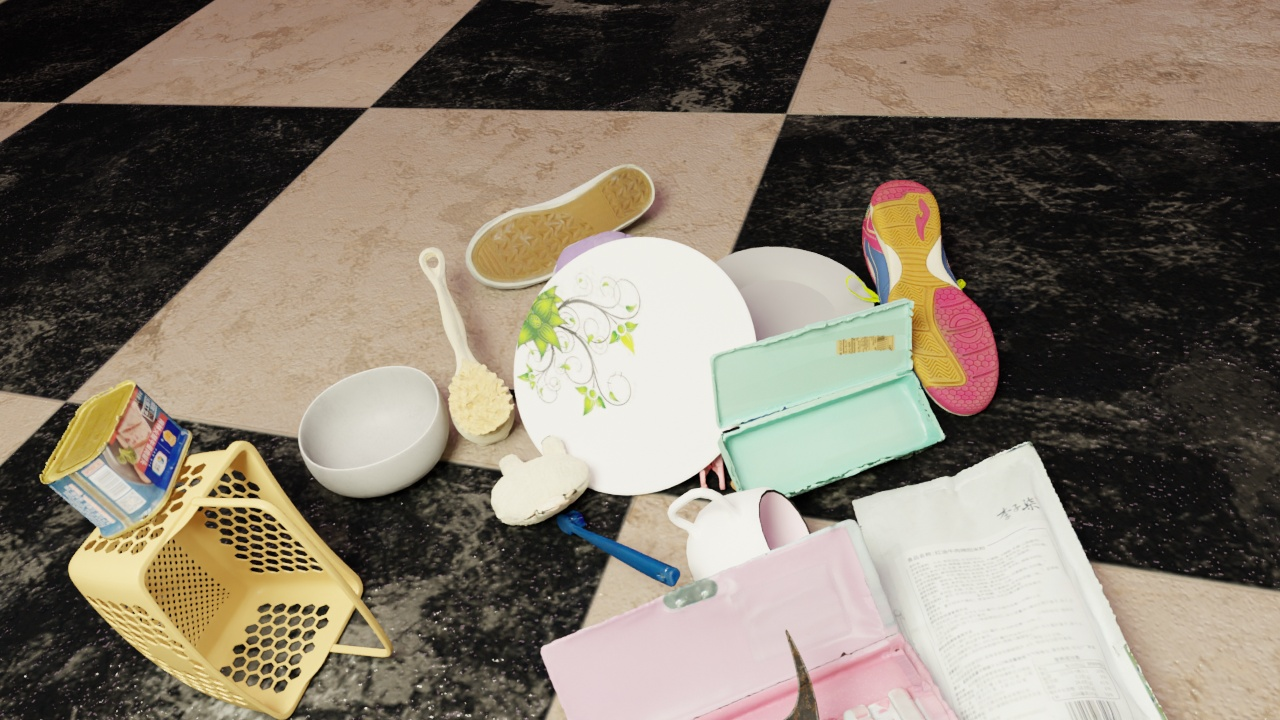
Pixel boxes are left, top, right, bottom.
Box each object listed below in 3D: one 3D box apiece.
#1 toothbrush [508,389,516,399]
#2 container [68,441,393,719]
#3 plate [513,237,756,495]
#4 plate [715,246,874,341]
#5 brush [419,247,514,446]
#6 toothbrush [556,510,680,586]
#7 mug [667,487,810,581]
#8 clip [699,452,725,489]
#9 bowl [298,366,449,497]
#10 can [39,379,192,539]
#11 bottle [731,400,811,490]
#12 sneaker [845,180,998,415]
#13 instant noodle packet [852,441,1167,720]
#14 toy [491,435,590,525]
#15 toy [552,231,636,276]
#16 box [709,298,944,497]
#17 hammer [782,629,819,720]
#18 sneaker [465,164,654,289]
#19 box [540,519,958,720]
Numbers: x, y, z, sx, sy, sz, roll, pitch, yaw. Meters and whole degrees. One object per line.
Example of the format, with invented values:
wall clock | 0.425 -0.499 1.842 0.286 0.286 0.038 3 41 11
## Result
toothbrush | -0.100 0.039 0.885 0.188 0.017 0.014 18 58 27
container | -0.281 0.163 0.662 0.167 0.183 0.129 -3 41 22
plate | -0.005 0.005 0.819 0.230 0.030 0.229 -4 80 21
plate | 0.145 -0.056 0.918 0.173 0.019 0.172 1 42 -1
brush | -0.181 -0.027 0.907 0.062 0.077 0.272 -11 48 -18
toothbrush | -0.020 0.138 0.693 0.017 0.016 0.190 -24 13 -24
mug | 0.067 0.132 0.669 0.076 0.124 0.090 -31 32 30
clip | 0.053 0.090 0.792 0.041 0.023 0.059 -4 37 12
bowl | -0.238 0.072 0.841 0.132 0.064 0.131 -6 42 6
can | -0.356 0.065 0.627 0.054 0.059 0.099 -26 35 6
bottle | 0.109 0.061 0.789 0.048 0.048 0.130 12 47 24
sneaker | 0.268 -0.051 0.860 0.116 0.091 0.241 -5 63 -7
instant noodle packet | 0.247 0.177 0.633 0.147 0.057 0.268 -19 37 12
toy | -0.084 0.109 0.777 0.087 0.050 0.112 -24 37 -11
toy | -0.031 -0.061 0.932 0.137 0.086 0.209 -8 37 1
box | 0.150 0.034 0.750 0.186 0.138 0.056 -15 1 -17
hammer | -0.056 0.234 0.555 0.331 0.033 0.119 -6 55 10
sneaker | -0.094 -0.151 1.064 0.235 0.087 0.079 -29 10 -14
box | 0.070 0.224 0.592 0.233 0.075 0.172 -20 60 -3
